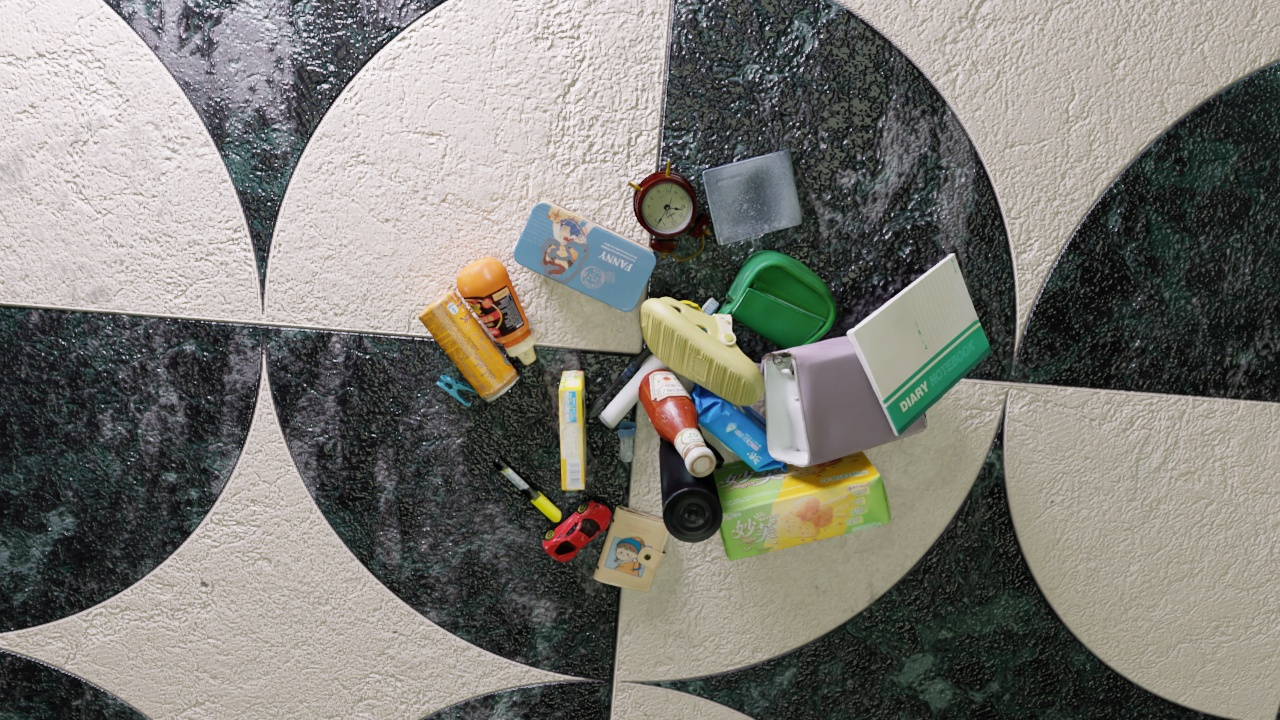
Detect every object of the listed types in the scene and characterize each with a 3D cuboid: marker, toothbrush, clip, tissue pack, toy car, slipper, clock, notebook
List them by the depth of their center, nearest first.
[{"bbox_3d":[0.038,-0.183,1.150,0.082,0.055,0.122,-27,105,6],"label":"clock"},{"bbox_3d":[0.085,-0.019,1.156,0.190,0.081,0.092,36,145,17],"label":"slipper"},{"bbox_3d":[0.359,-0.022,1.162,0.208,0.012,0.150,-35,106,-27],"label":"notebook"},{"bbox_3d":[0.127,0.088,1.205,0.157,0.095,0.052,39,102,-12],"label":"tissue pack"},{"bbox_3d":[0.025,0.002,1.215,0.221,0.026,0.026,-48,68,11],"label":"toothbrush"},{"bbox_3d":[-0.007,0.007,1.221,0.014,0.016,0.190,41,100,-14],"label":"toothbrush"},{"bbox_3d":[-0.246,0.039,1.228,0.056,0.013,0.039,29,102,-7],"label":"clip"},{"bbox_3d":[-0.019,0.113,1.248,0.027,0.045,0.058,2,114,-4],"label":"clip"},{"bbox_3d":[-0.156,0.178,1.267,0.124,0.015,0.018,44,106,-8],"label":"marker"},{"bbox_3d":[-0.085,0.236,1.267,0.106,0.031,0.049,-41,123,7],"label":"toy car"}]

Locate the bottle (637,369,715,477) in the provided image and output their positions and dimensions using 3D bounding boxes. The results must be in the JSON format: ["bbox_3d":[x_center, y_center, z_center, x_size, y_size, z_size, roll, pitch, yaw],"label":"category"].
[{"bbox_3d":[0.046,0.076,1.122,0.059,0.206,0.060,-6,115,-12],"label":"bottle"}]

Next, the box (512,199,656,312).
[{"bbox_3d":[-0.065,-0.131,1.162,0.184,0.059,0.090,23,104,-5],"label":"box"}]

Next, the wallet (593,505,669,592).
[{"bbox_3d":[-0.009,0.267,1.288,0.087,0.024,0.115,18,103,0],"label":"wallet"}]

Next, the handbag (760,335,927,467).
[{"bbox_3d":[0.253,0.041,1.158,0.196,0.098,0.145,-12,102,-28],"label":"handbag"}]

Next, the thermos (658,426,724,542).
[{"bbox_3d":[0.068,0.141,1.140,0.090,0.242,0.068,16,106,-4],"label":"thermos"}]

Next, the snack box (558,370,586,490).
[{"bbox_3d":[-0.088,0.091,1.206,0.034,0.087,0.140,1,105,-2],"label":"snack box"}]

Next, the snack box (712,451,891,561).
[{"bbox_3d":[0.200,0.175,1.194,0.210,0.157,0.070,-14,104,3],"label":"snack box"}]

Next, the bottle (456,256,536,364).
[{"bbox_3d":[-0.177,-0.059,1.182,0.067,0.066,0.149,-26,110,6],"label":"bottle"}]

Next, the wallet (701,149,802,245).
[{"bbox_3d":[0.141,-0.205,1.153,0.120,0.019,0.097,-16,103,-11],"label":"wallet"}]

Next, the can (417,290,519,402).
[{"bbox_3d":[-0.222,-0.018,1.190,0.058,0.058,0.146,-35,103,8],"label":"can"}]

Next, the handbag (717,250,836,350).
[{"bbox_3d":[0.176,-0.070,1.181,0.131,0.067,0.120,33,110,-10],"label":"handbag"}]
